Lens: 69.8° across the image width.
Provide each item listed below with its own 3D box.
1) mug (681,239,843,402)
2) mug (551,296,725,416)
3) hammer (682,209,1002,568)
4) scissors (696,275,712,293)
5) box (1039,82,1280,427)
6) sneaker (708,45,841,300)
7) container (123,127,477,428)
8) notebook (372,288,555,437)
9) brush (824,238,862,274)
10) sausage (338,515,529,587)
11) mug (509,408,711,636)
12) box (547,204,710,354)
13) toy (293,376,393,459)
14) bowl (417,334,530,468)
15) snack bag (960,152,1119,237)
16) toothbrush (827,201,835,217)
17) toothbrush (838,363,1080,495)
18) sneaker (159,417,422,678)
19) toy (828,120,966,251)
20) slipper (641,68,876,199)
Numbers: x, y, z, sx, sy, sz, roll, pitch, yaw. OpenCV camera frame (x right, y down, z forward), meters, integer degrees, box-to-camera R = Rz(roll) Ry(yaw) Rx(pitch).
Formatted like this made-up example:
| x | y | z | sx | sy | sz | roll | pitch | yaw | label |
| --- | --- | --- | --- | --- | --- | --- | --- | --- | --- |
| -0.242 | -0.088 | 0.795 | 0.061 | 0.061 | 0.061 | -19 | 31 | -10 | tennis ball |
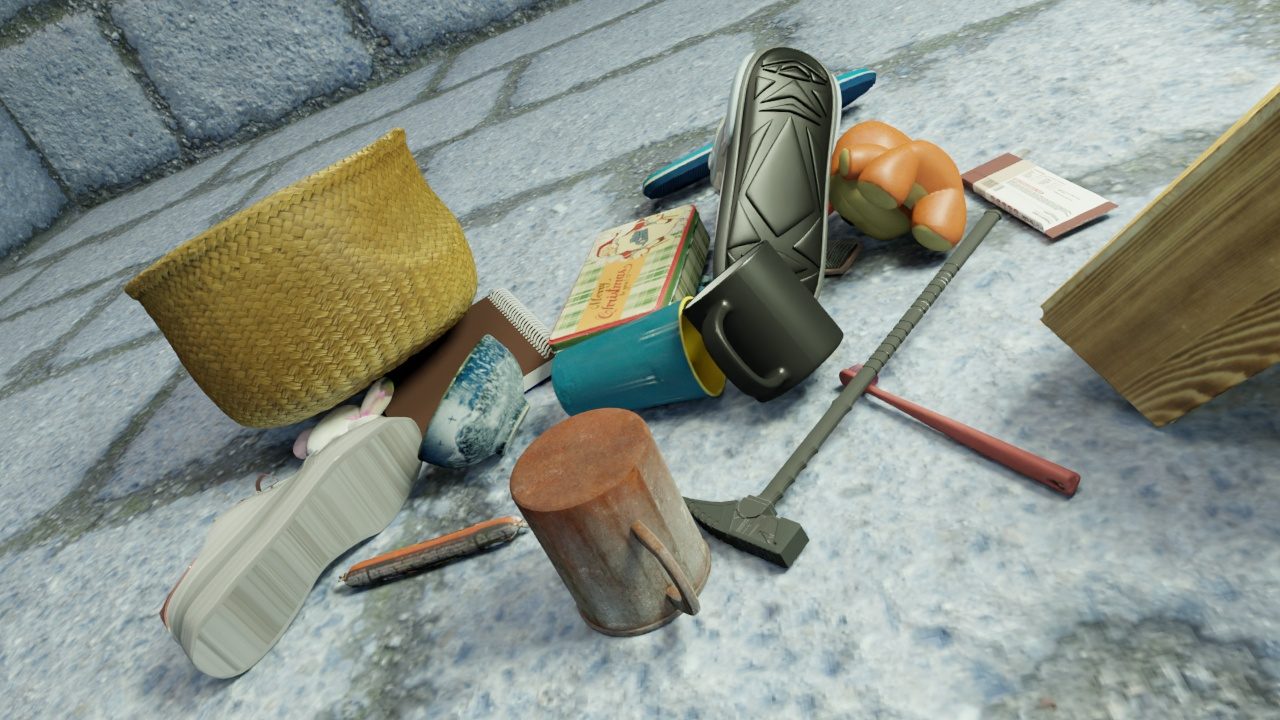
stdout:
| x | y | z | sx | sy | sz | roll | pitch | yaw | label |
| --- | --- | --- | --- | --- | --- | --- | --- | --- | --- |
| 0.080 | -0.019 | 0.638 | 0.078 | 0.088 | 0.113 | -37 | 5 | 36 | mug |
| -0.004 | 0.004 | 0.716 | 0.122 | 0.078 | 0.078 | -16 | 30 | 25 | mug |
| 0.154 | 0.000 | 0.620 | 0.324 | 0.015 | 0.095 | -47 | 33 | -23 | hammer |
| 0.053 | -0.066 | 0.851 | 0.075 | 0.015 | 0.142 | -40 | 26 | -21 | scissors |
| 0.448 | -0.049 | 0.409 | 0.278 | 0.287 | 0.336 | -36 | 73 | -20 | box |
| 0.094 | -0.125 | 0.789 | 0.093 | 0.256 | 0.161 | 10 | -10 | -11 | sneaker |
| -0.319 | -0.072 | 0.909 | 0.307 | 0.196 | 0.306 | -27 | 17 | 8 | container |
| -0.174 | 0.004 | 0.897 | 0.171 | 0.022 | 0.209 | -33 | 30 | -10 | notebook |
| 0.130 | -0.094 | 0.827 | 0.136 | 0.015 | 0.049 | 3 | 39 | 40 | brush |
| -0.151 | 0.139 | 0.662 | 0.155 | 0.020 | 0.020 | -19 | 30 | 11 | sausage |
| -0.009 | 0.098 | 0.531 | 0.096 | 0.110 | 0.123 | -41 | 32 | -17 | mug |
| -0.005 | -0.069 | 0.846 | 0.118 | 0.051 | 0.205 | -17 | 31 | 26 | box |
| -0.278 | 0.064 | 0.860 | 0.123 | 0.038 | 0.079 | -23 | 32 | 22 | toy |
| -0.126 | 0.043 | 0.741 | 0.114 | 0.061 | 0.114 | -60 | 2 | 3 | bowl |
| 0.320 | -0.139 | 0.756 | 0.057 | 0.013 | 0.157 | -27 | 29 | 2 | snack bag |
| 0.199 | -0.169 | 0.878 | 0.012 | 0.018 | 0.211 | 1 | 34 | 46 | toothbrush |
| 0.189 | 0.037 | 0.569 | 0.016 | 0.016 | 0.190 | -30 | 29 | -17 | toothbrush |
| -0.269 | 0.122 | 0.700 | 0.089 | 0.099 | 0.235 | 15 | 49 | 30 | sneaker |
| 0.208 | -0.152 | 0.773 | 0.096 | 0.112 | 0.175 | -49 | 18 | 24 | toy |
| 0.126 | -0.270 | 1.032 | 0.295 | 0.060 | 0.118 | -26 | 2 | 3 | slipper |
